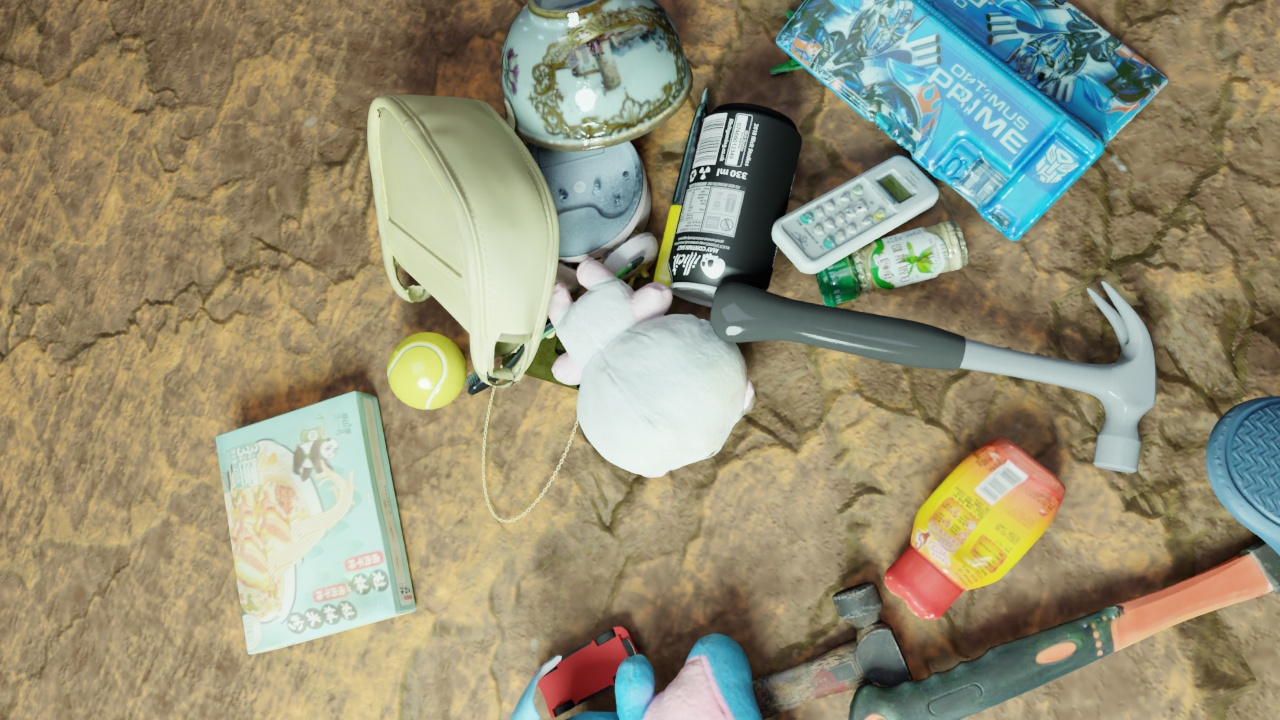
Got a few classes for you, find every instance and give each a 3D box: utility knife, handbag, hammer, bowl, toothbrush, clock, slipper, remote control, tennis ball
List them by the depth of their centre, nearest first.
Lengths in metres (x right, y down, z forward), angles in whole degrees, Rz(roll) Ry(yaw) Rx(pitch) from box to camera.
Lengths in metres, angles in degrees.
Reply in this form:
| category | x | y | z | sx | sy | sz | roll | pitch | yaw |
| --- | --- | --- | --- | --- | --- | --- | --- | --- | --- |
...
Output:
| category | x | y | z | sx | sy | sz | roll | pitch | yaw |
| --- | --- | --- | --- | --- | --- | --- | --- | --- | --- |
| slipper | 0.427 | 0.090 | 0.558 | 0.213 | 0.059 | 0.103 | 23 | 66 | -11 |
| hammer | 0.294 | 0.186 | 0.609 | 0.333 | 0.033 | 0.133 | -23 | 77 | 6 |
| hammer | 0.204 | -0.013 | 0.649 | 0.311 | 0.029 | 0.125 | 11 | 84 | 5 |
| hammer | 0.041 | 0.277 | 0.682 | 0.331 | 0.033 | 0.120 | -24 | 76 | 12 |
| remote control | 0.162 | -0.109 | 0.691 | 0.133 | 0.022 | 0.050 | -29 | 67 | -18 |
| bowl | -0.043 | -0.252 | 0.726 | 0.160 | 0.094 | 0.159 | -6 | 49 | 7 |
| handbag | -0.139 | -0.107 | 0.728 | 0.233 | 0.088 | 0.191 | 40 | 130 | 46 |
| toothbrush | -0.072 | -0.029 | 0.743 | 0.188 | 0.014 | 0.017 | -36 | 67 | 15 |
| utility knife | 0.038 | -0.139 | 0.753 | 0.020 | 0.029 | 0.174 | 10 | 84 | 14 |
| clock | -0.044 | -0.116 | 0.758 | 0.117 | 0.058 | 0.157 | -12 | 78 | 15 |
| handbag | -0.091 | 0.046 | 0.762 | 0.084 | 0.027 | 0.178 | 16 | 87 | 20 |
| tennis ball | -0.180 | 0.009 | 0.773 | 0.065 | 0.065 | 0.065 | -3 | 80 | 16 |

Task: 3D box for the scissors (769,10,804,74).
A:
| category | x | y | z | sx | sy | sz | roll | pitch | yaw |
| --- | --- | --- | --- | --- | --- | --- | --- | --- | --- |
| scissors | 0.167 | -0.245 | 0.743 | 0.127 | 0.011 | 0.123 | -15 | 77 | 13 |

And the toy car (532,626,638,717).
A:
| category | x | y | z | sx | sy | sz | roll | pitch | yaw |
| --- | --- | --- | --- | --- | --- | --- | --- | --- | --- |
| toy car | -0.042 | 0.243 | 0.714 | 0.089 | 0.025 | 0.038 | -31 | 74 | 9 |

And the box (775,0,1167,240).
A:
| category | x | y | z | sx | sy | sz | roll | pitch | yaw |
| --- | --- | --- | --- | --- | --- | --- | --- | --- | --- |
| box | 0.246 | -0.230 | 0.685 | 0.175 | 0.060 | 0.243 | -46 | 77 | 3 |

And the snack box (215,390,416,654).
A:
| category | x | y | z | sx | sy | sz | roll | pitch | yaw |
| --- | --- | --- | --- | --- | --- | --- | --- | --- | --- |
| snack box | -0.281 | 0.138 | 0.792 | 0.141 | 0.044 | 0.193 | -17 | 76 | 11 |

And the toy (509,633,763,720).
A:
| category | x | y | z | sx | sy | sz | roll | pitch | yaw |
| --- | --- | --- | --- | --- | --- | --- | --- | --- | --- |
| toy | 0.012 | 0.297 | 0.633 | 0.191 | 0.099 | 0.224 | -26 | 87 | 1 |

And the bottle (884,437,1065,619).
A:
| category | x | y | z | sx | sy | sz | roll | pitch | yaw |
| --- | --- | --- | --- | --- | --- | --- | --- | --- | --- |
| bottle | 0.229 | 0.121 | 0.642 | 0.071 | 0.048 | 0.134 | 42 | 94 | 18 |

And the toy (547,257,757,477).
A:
| category | x | y | z | sx | sy | sz | roll | pitch | yaw |
| --- | --- | --- | --- | --- | --- | --- | --- | --- | --- |
| toy | -0.004 | 0.004 | 0.698 | 0.139 | 0.101 | 0.179 | -42 | 79 | 21 |

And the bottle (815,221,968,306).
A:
| category | x | y | z | sx | sy | sz | roll | pitch | yaw |
| --- | --- | --- | --- | --- | --- | --- | --- | --- | --- |
| bottle | 0.188 | -0.073 | 0.692 | 0.110 | 0.042 | 0.042 | -15 | 77 | 12 |

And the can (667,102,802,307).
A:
| category | x | y | z | sx | sy | sz | roll | pitch | yaw |
| --- | --- | --- | --- | --- | --- | --- | --- | --- | --- |
| can | 0.072 | -0.117 | 0.712 | 0.080 | 0.080 | 0.146 | 12 | 84 | 18 |
